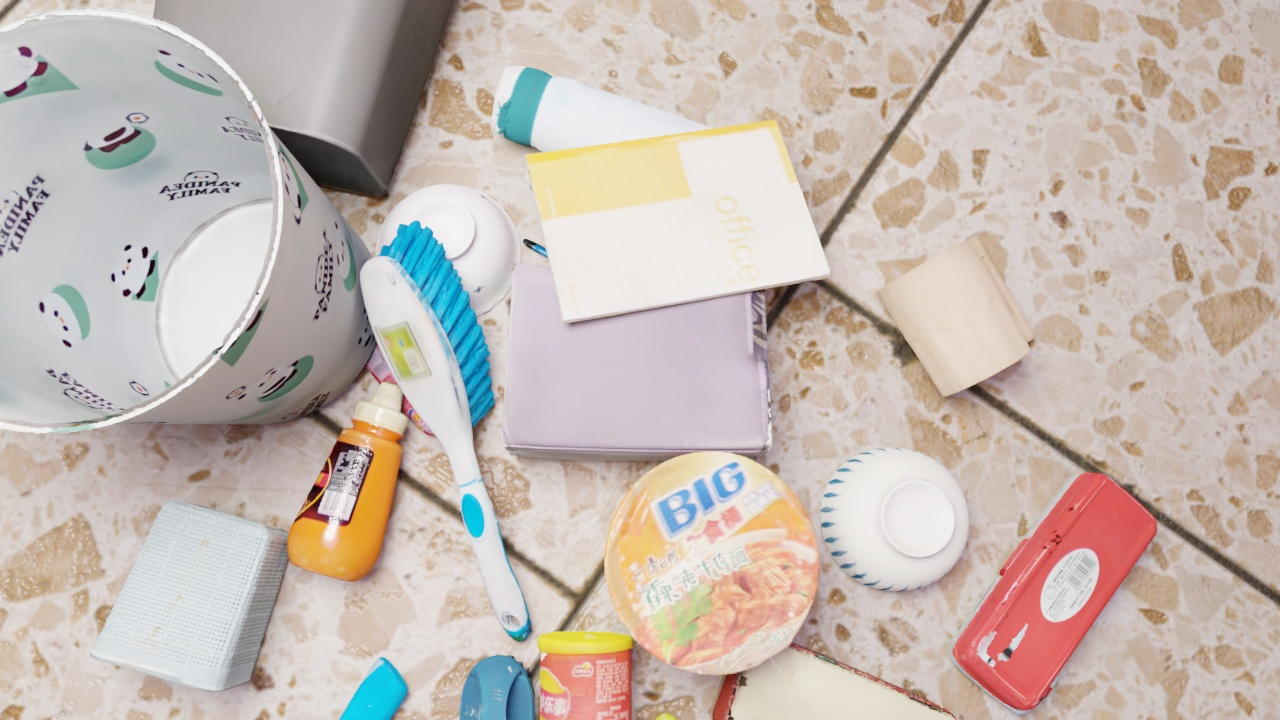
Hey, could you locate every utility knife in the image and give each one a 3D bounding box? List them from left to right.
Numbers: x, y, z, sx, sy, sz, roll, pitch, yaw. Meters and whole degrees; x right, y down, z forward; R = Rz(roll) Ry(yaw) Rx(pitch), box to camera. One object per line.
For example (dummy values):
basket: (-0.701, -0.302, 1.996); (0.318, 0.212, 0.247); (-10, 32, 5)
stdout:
utility knife: (-0.231, 0.306, 0.668); (0.034, 0.018, 0.185); (30, 78, 12)

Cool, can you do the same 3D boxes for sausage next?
sausage: (-0.205, 0.005, 0.727); (0.020, 0.020, 0.156); (-39, 85, -12)

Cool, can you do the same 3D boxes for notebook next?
notebook: (0.027, -0.109, 0.696); (0.206, 0.010, 0.145); (-10, 70, -11)

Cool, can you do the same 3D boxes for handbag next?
handbag: (-0.004, 0.004, 0.706); (0.197, 0.098, 0.145); (2, 81, -2)

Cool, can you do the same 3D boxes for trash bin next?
trash bin: (-0.295, -0.059, 0.599); (0.229, 0.252, 0.229); (0, 82, 2)
trash bin: (-0.252, -0.259, 0.692); (0.198, 0.199, 0.219); (13, 85, -2)

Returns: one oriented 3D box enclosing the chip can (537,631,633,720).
chip can: (-0.038, 0.309, 0.661); (0.073, 0.073, 0.216); (0, 79, -6)

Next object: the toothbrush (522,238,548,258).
toothbrush: (-0.013, -0.058, 0.762); (0.189, 0.014, 0.016); (28, 116, 1)

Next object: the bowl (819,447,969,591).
bowl: (0.208, 0.125, 0.725); (0.116, 0.066, 0.116); (1, 79, -6)

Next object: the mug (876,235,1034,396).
mug: (0.271, -0.041, 0.764); (0.124, 0.084, 0.103); (-26, 84, -37)

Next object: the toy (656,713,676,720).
toy: (0.041, 0.313, 0.690); (0.100, 0.031, 0.096); (-8, 78, -7)

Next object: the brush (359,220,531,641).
brush: (-0.134, 0.057, 0.692); (0.061, 0.109, 0.315); (-14, 112, 14)

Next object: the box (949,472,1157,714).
box: (0.337, 0.187, 0.745); (0.087, 0.047, 0.201); (41, 78, 2)

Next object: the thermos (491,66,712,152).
thermos: (-0.013, -0.184, 0.762); (0.224, 0.073, 0.073); (19, 78, -2)

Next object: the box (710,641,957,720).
box: (0.146, 0.268, 0.686); (0.168, 0.077, 0.091); (23, 78, -2)

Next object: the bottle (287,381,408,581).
bottle: (-0.211, 0.087, 0.688); (0.067, 0.067, 0.149); (17, 76, -3)

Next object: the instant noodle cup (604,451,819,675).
instant noodle cup: (0.044, 0.148, 0.680); (0.151, 0.111, 0.151); (1, 79, -6)

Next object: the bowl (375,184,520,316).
bowl: (-0.155, -0.095, 0.728); (0.118, 0.065, 0.118); (1, 79, -5)

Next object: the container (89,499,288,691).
container: (-0.309, 0.164, 0.652); (0.090, 0.090, 0.111); (18, 75, -3)

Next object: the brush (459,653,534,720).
brush: (-0.104, 0.287, 0.657); (0.055, 0.073, 0.143); (0, 80, -2)
